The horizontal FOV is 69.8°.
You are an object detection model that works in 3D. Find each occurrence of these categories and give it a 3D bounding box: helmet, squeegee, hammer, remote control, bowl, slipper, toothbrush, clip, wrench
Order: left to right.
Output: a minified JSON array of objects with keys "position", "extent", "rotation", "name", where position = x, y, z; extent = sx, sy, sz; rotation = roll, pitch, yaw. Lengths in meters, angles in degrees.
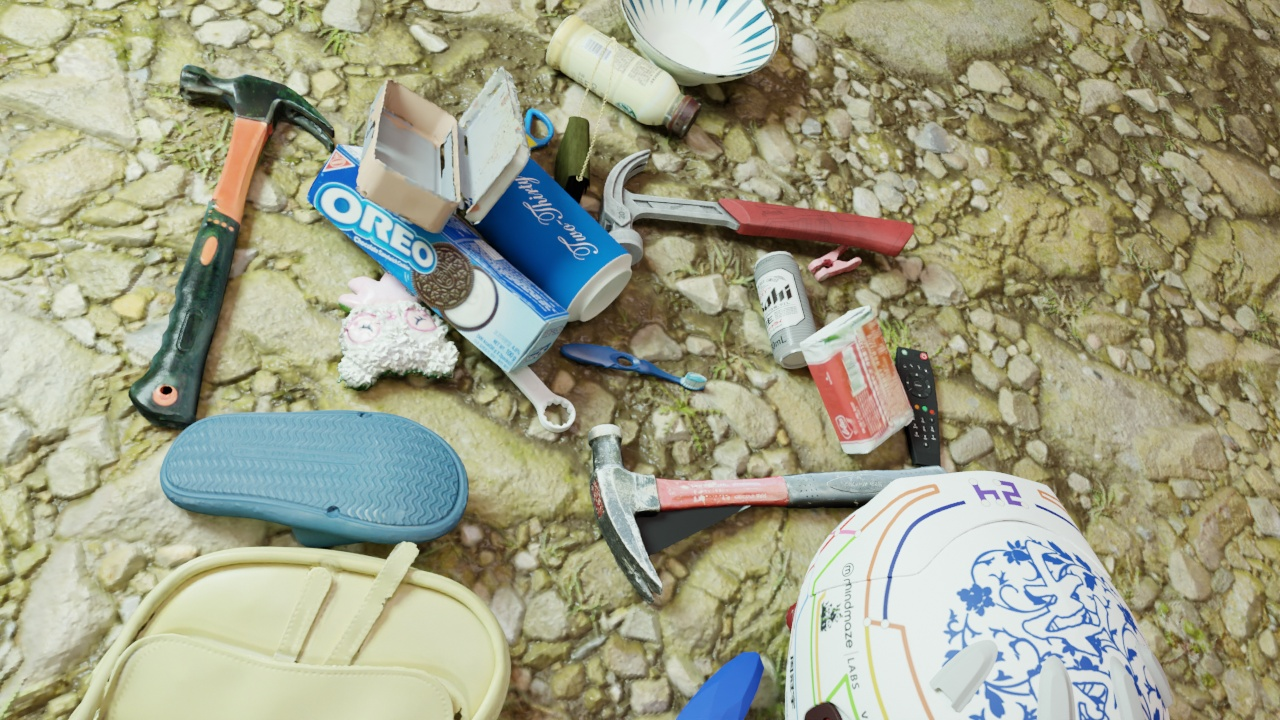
[{"position":[-0.337,-0.099,0.733],"extent":[0.133,0.033,0.332],"rotation":[11,59,-14],"name":"hammer"},{"position":[-0.226,0.083,0.649],"extent":[0.214,0.059,0.103],"rotation":[8,49,1],"name":"slipper"},{"position":[-0.150,-0.043,0.775],"extent":[0.047,0.009,0.273],"rotation":[-37,78,-32],"name":"wrench"},{"position":[-0.005,0.005,0.794],"extent":[0.132,0.016,0.021],"rotation":[15,55,-11],"name":"toothbrush"},{"position":[0.053,-0.347,0.986],"extent":[0.177,0.071,0.177],"rotation":[9,59,-15],"name":"bowl"},{"position":[0.035,0.267,0.630],"extent":[0.249,0.055,0.184],"rotation":[32,42,18],"name":"squeegee"},{"position":[0.117,-0.139,0.896],"extent":[0.315,0.036,0.126],"rotation":[4,57,-11],"name":"hammer"},{"position":[0.120,0.118,0.762],"extent":[0.325,0.036,0.140],"rotation":[0,59,-19],"name":"hammer"},{"position":[0.192,-0.102,0.922],"extent":[0.058,0.022,0.037],"rotation":[-26,75,-28],"name":"clip"},{"position":[0.263,0.044,0.867],"extent":[0.039,0.010,0.124],"rotation":[10,58,-13],"name":"remote control"},{"position":[0.220,0.232,0.606],"extent":[0.231,0.237,0.313],"rotation":[5,60,-14],"name":"helmet"}]

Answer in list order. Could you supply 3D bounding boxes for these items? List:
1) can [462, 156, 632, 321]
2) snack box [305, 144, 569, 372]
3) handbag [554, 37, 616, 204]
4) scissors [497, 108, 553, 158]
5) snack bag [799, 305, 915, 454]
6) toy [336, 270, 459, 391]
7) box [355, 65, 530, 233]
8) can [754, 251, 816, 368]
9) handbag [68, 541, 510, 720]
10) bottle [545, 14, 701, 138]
[{"position":[-0.080,-0.106,0.794],"extent":[0.146,0.079,0.078],"rotation":[45,57,9],"name":"can"},{"position":[-0.163,-0.084,0.743],"extent":[0.226,0.059,0.059],"rotation":[41,18,6],"name":"snack box"},{"position":[-0.044,-0.209,0.806],"extent":[0.027,0.178,0.084],"rotation":[7,59,-16],"name":"handbag"},{"position":[-0.124,-0.195,0.870],"extent":[0.105,0.019,0.131],"rotation":[9,58,-10],"name":"scissors"},{"position":[0.194,0.018,0.817],"extent":[0.076,0.036,0.116],"rotation":[-30,101,-32],"name":"snack bag"},{"position":[-0.200,-0.031,0.733],"extent":[0.095,0.041,0.108],"rotation":[-8,62,-24],"name":"toy"},{"position":[-0.163,-0.190,0.751],"extent":[0.105,0.096,0.216],"rotation":[22,26,-24],"name":"box"},{"position":[0.136,-0.047,0.856],"extent":[0.044,0.044,0.106],"rotation":[1,61,-19],"name":"can"},{"position":[-0.205,0.199,0.568],"extent":[0.233,0.089,0.190],"rotation":[25,62,-3],"name":"handbag"},{"position":[-0.015,-0.285,0.935],"extent":[0.162,0.057,0.056],"rotation":[32,56,1],"name":"bottle"}]
